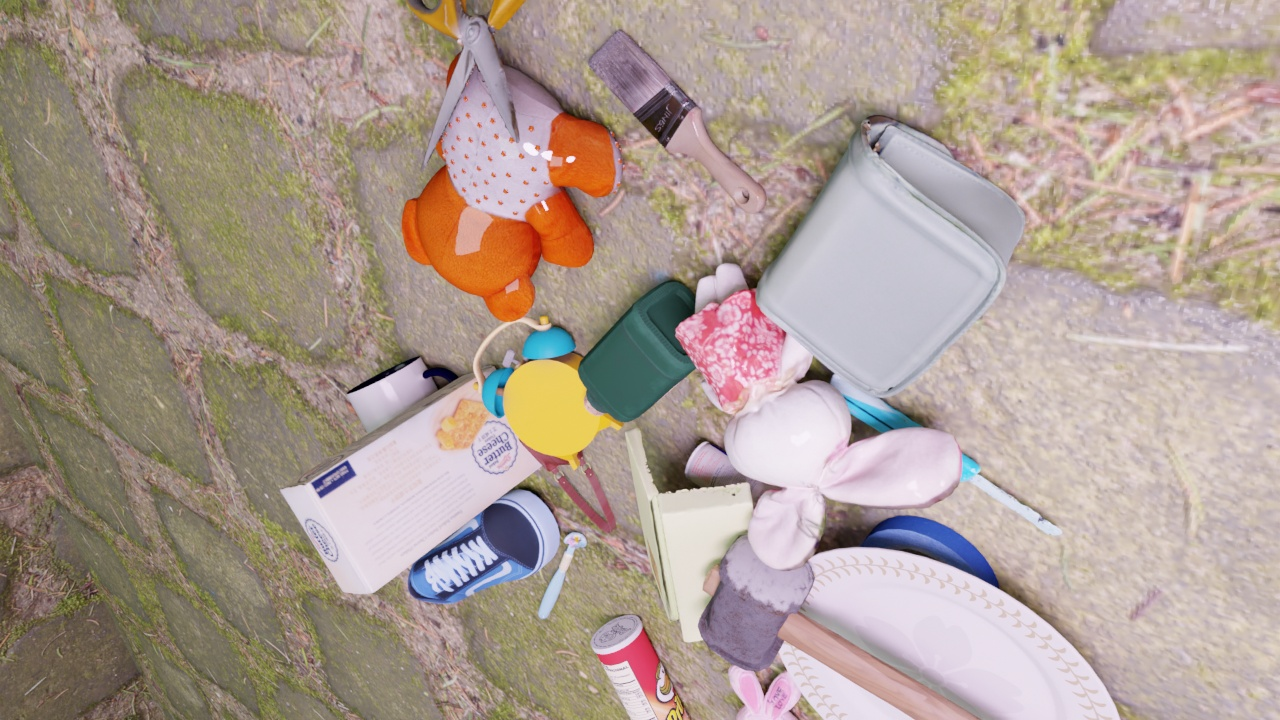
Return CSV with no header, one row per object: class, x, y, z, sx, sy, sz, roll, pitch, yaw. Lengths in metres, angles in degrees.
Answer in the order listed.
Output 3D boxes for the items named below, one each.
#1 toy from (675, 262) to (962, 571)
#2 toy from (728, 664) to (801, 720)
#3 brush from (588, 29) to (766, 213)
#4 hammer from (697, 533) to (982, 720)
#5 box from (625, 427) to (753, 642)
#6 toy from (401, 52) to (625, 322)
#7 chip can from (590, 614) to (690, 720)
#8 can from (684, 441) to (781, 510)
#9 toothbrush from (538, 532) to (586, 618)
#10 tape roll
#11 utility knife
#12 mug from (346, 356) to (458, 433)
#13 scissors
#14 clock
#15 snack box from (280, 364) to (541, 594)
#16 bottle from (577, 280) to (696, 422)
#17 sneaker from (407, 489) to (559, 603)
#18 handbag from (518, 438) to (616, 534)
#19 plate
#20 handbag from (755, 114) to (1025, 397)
toy,0.087,0.029,0.574,0.160,0.084,0.194,-42,73,37
toy,0.108,0.305,0.778,0.064,0.047,0.110,4,116,31
brush,0.024,-0.149,0.581,0.151,0.012,0.039,48,138,7
hammer,0.187,0.228,0.608,0.328,0.052,0.098,28,136,17
box,0.034,0.147,0.704,0.127,0.066,0.188,29,147,29
toy,-0.101,-0.122,0.665,0.164,0.092,0.173,38,123,14
chip can,0.022,0.349,0.881,0.052,0.051,0.215,-13,107,46
can,0.079,0.095,0.675,0.095,0.032,0.032,28,132,26
toothbrush,-0.082,0.218,0.917,0.022,0.016,0.155,13,134,-11
tape roll,0.193,0.149,0.619,0.092,0.016,0.093,-16,104,47
utility knife,0.186,0.056,0.565,0.162,0.015,0.022,34,136,21
mug,-0.214,0.051,0.892,0.112,0.078,0.097,-22,102,19
scissors,-0.106,-0.232,0.593,0.229,0.016,0.226,47,114,37
clock,-0.078,0.025,0.753,0.129,0.043,0.099,46,116,-3
snack box,-0.188,0.098,0.791,0.058,0.207,0.104,-17,105,47
bottle,-0.004,0.004,0.670,0.061,0.061,0.132,49,138,3
sneaker,-0.169,0.206,0.926,0.083,0.098,0.242,55,138,-1
handbag,-0.058,0.105,0.817,0.055,0.029,0.119,-22,105,44
plate,0.202,0.221,0.634,0.243,0.016,0.243,23,134,26
handbag,0.134,-0.056,0.500,0.106,0.067,0.122,37,137,6
